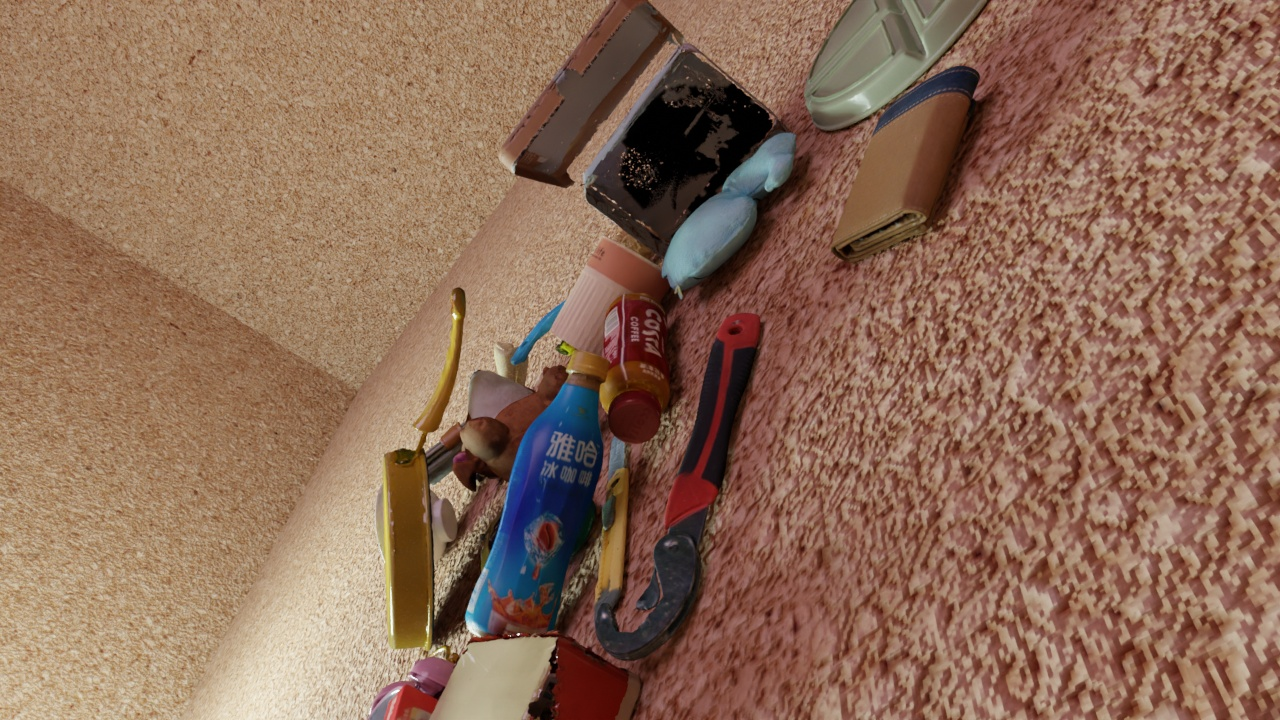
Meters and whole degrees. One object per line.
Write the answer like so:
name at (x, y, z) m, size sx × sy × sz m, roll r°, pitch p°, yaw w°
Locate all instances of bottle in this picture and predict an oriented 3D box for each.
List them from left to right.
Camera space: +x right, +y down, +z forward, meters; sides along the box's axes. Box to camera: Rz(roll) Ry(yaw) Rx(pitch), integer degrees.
bottle at (-0.068, 0.100, 0.681) m, size 0.065 × 0.065 × 0.218 m, roll -5°, pitch 67°, yaw 68°
bottle at (-0.005, 0.004, 0.768) m, size 0.058 × 0.057 × 0.174 m, roll -48°, pitch 19°, yaw 24°

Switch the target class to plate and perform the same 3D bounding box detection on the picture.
plate at (0.216, -0.291, 0.761) m, size 0.231 × 0.027 × 0.229 m, roll -48°, pitch 20°, yaw 24°

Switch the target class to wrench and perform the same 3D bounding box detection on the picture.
wrench at (0.037, 0.067, 0.597) m, size 0.056 × 0.016 × 0.272 m, roll -2°, pitch 47°, yaw 31°

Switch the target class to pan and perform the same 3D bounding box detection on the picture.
pan at (-0.209, 0.107, 0.893) m, size 0.198 × 0.078 × 0.358 m, roll -145°, pitch 55°, yaw -69°

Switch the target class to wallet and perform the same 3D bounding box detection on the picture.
wallet at (-0.216, 0.096, 1.101) m, size 0.129 × 0.037 × 0.106 m, roll -40°, pitch -7°, yaw -7°
wallet at (0.169, -0.124, 0.586) m, size 0.090 × 0.033 × 0.115 m, roll -25°, pitch 37°, yaw 63°

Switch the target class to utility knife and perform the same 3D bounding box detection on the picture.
utility knife at (-0.019, 0.116, 0.691) m, size 0.031 × 0.021 × 0.204 m, roll -42°, pitch 17°, yaw 23°

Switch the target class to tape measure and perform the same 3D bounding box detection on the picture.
tape measure at (-0.057, 0.133, 0.733) m, size 0.058 × 0.025 × 0.054 m, roll -61°, pitch 20°, yaw -4°

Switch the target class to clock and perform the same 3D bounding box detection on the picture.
clock at (-0.180, 0.295, 0.714) m, size 0.117 × 0.060 × 0.158 m, roll -42°, pitch 21°, yaw 36°

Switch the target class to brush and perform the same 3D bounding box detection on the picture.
brush at (-0.051, -0.079, 0.969) m, size 0.083 × 0.046 × 0.253 m, roll -17°, pitch 24°, yaw 53°

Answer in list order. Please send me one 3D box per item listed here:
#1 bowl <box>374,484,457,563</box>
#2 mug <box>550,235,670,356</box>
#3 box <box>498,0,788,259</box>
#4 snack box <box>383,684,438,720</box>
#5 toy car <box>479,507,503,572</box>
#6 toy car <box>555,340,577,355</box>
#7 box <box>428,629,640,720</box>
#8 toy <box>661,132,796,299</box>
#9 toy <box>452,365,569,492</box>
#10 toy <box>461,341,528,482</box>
bowl at (-0.249, 0.189, 1.051) m, size 0.065 × 0.118 × 0.118 m, roll -12°, pitch 28°, yaw 6°
mug at (-0.025, -0.054, 0.903) m, size 0.106 × 0.082 × 0.114 m, roll -59°, pitch -11°, yaw 3°
box at (0.004, -0.213, 0.847) m, size 0.180 × 0.270 × 0.134 m, roll -49°, pitch 49°, yaw 17°
snack box at (-0.145, 0.293, 0.599) m, size 0.026 × 0.075 × 0.152 m, roll -48°, pitch 20°, yaw 23°
toy car at (-0.109, 0.168, 0.786) m, size 0.070 × 0.042 × 0.158 m, roll -54°, pitch 20°, yaw 8°
toy car at (-0.069, -0.033, 1.047) m, size 0.048 × 0.032 × 0.105 m, roll -62°, pitch 7°, yaw -17°
box at (-0.082, 0.218, 0.565) m, size 0.169 × 0.076 × 0.091 m, roll -29°, pitch 31°, yaw 56°
toy at (0.073, -0.121, 0.797) m, size 0.156 × 0.050 × 0.162 m, roll -58°, pitch 14°, yaw -27°
toy at (-0.124, 0.064, 0.885) m, size 0.140 × 0.130 × 0.200 m, roll -31°, pitch 1°, yaw -15°
toy at (-0.160, 0.057, 1.029) m, size 0.105 × 0.066 × 0.157 m, roll -11°, pitch -65°, yaw -78°
